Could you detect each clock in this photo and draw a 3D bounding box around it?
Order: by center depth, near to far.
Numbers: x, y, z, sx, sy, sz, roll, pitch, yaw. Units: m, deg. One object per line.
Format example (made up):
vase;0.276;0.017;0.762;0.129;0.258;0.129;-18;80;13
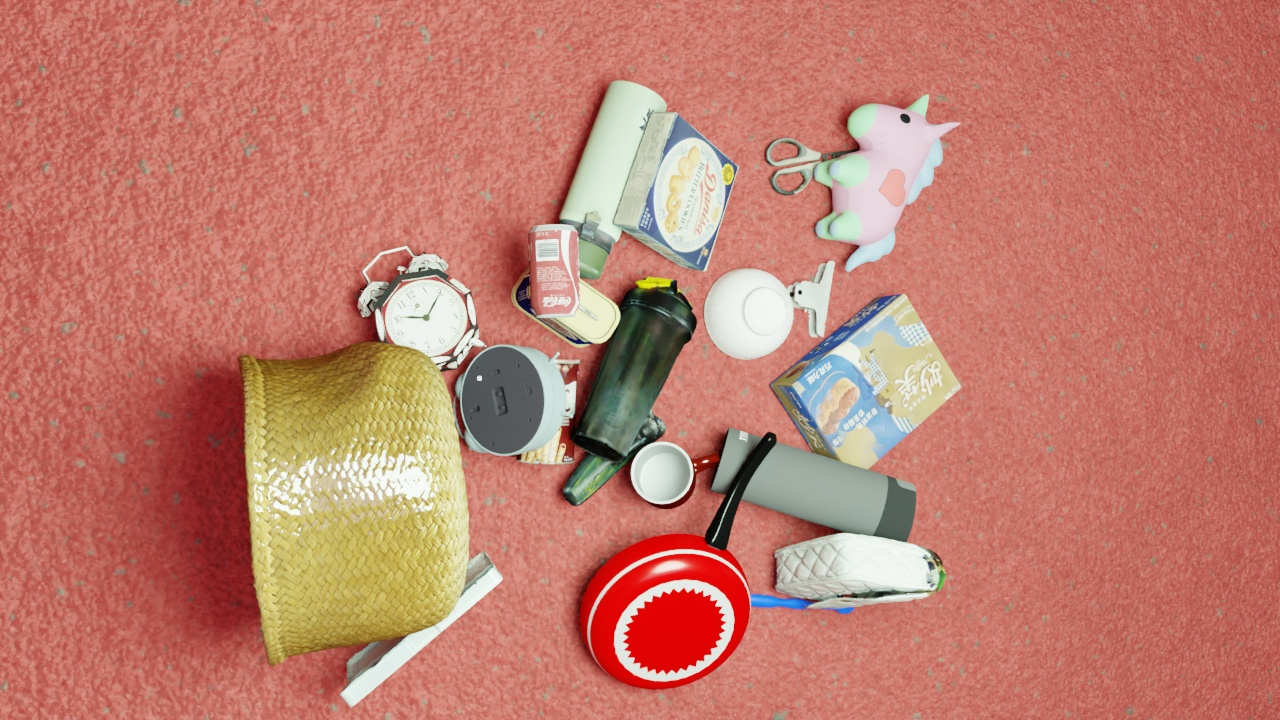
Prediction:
clock;-0.249;-0.056;1.030;0.114;0.065;0.154;-33;84;-14
clock;-0.152;0.047;1.032;0.045;0.160;0.122;0;75;-57

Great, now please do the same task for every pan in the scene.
pan;0.070;0.243;1.084;0.208;0.067;0.357;26;105;-22

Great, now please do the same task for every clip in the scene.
clip;0.224;-0.084;1.196;0.058;0.050;0.101;10;86;-30

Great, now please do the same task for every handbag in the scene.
handbag;0.258;0.266;1.125;0.138;0.195;0.072;13;68;-17

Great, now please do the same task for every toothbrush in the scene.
toothbrush;0.196;0.318;1.204;0.182;0.018;0.016;9;92;-15

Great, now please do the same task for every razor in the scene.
razor;-0.032;0.114;1.097;0.151;0.067;0.054;-45;104;-20

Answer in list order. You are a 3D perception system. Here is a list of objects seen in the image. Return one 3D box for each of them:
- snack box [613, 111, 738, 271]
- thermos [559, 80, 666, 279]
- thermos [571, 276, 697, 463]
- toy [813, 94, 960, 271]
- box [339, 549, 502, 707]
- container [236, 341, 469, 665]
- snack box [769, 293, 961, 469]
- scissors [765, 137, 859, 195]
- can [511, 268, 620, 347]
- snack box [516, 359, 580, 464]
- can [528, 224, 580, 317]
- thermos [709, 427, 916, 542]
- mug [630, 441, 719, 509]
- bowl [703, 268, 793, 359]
snack box;0.046;-0.200;1.102;0.145;0.043;0.144;24;82;-48
thermos;-0.041;-0.210;1.087;0.082;0.082;0.231;22;84;-17
thermos;-0.006;0.006;1.076;0.098;0.098;0.220;31;69;-15
toy;0.315;-0.230;1.192;0.171;0.120;0.222;-5;99;-15
box;-0.237;0.288;1.000;0.196;0.135;0.041;-38;93;-14
container;-0.283;0.134;0.904;0.196;0.307;0.307;-4;91;-21
snack box;0.296;0.034;1.203;0.202;0.069;0.155;-37;102;-14
scissors;0.241;-0.254;1.216;0.171;0.013;0.121;15;86;-21
can;-0.086;-0.064;1.069;0.116;0.092;0.056;34;80;-15
snack box;-0.109;0.058;1.074;0.072;0.072;0.121;2;90;-18
can;-0.093;-0.095;0.988;0.054;0.054;0.096;-2;91;-18
thermos;0.213;0.156;1.129;0.240;0.082;0.082;17;85;4
mug;0.044;0.134;1.099;0.106;0.082;0.073;-18;76;1
bowl;0.146;-0.060;1.159;0.118;0.062;0.118;0;90;-18
